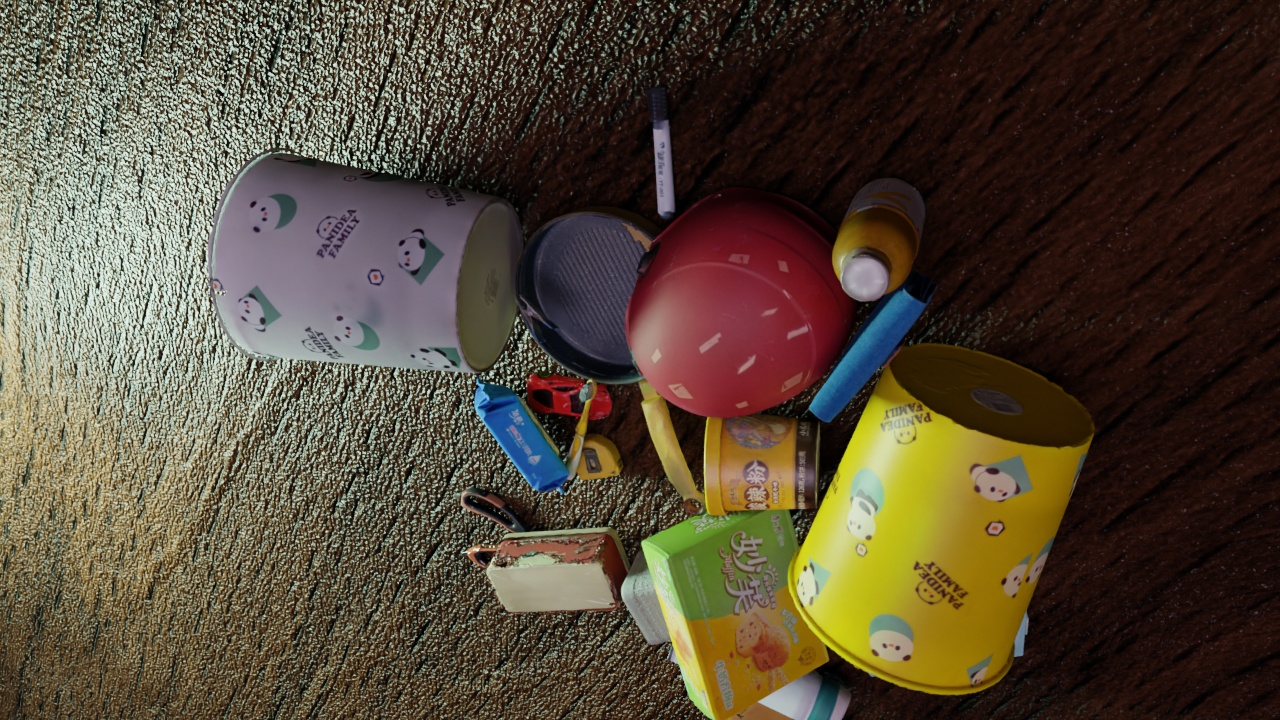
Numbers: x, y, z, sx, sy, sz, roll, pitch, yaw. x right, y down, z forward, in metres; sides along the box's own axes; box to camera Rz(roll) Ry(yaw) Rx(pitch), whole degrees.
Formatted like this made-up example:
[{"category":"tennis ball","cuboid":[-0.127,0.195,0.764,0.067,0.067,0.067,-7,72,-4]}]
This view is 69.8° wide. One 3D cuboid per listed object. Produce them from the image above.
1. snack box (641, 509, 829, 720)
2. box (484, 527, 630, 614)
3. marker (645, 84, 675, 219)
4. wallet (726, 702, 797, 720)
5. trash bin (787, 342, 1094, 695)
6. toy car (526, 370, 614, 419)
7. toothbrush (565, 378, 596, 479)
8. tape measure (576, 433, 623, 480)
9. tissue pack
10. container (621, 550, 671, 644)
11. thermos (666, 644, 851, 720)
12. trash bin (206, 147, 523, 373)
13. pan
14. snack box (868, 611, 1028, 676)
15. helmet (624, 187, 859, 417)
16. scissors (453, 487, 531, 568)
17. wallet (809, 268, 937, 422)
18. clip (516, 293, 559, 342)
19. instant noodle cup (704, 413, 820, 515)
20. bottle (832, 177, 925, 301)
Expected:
[{"category":"snack box","cuboid":[0.108,0.271,1.023,0.070,0.157,0.210,12,121,65]},{"category":"box","cuboid":[-0.107,0.272,1.163,0.169,0.080,0.091,-8,117,21]},{"category":"marker","cuboid":[0.020,-0.203,0.899,0.023,0.018,0.131,11,121,27]},{"category":"wallet","cuboid":[0.182,0.472,1.203,0.132,0.031,0.108,34,123,3]},{"category":"trash bin","cuboid":[0.284,0.137,0.867,0.230,0.229,0.256,19,117,12]},{"category":"toy car","cuboid":[-0.083,0.043,1.071,0.106,0.031,0.049,8,121,16]},{"category":"toothbrush","cuboid":[-0.071,0.084,1.046,0.016,0.018,0.192,43,143,21]},{"category":"tape measure","cuboid":[-0.055,0.118,1.102,0.060,0.028,0.057,-10,113,26]},{"category":"tissue pack","cuboid":[-0.141,0.087,1.083,0.052,0.095,0.157,-36,104,-7]},{"category":"container","cuboid":[0.054,0.276,1.112,0.114,0.090,0.090,-19,109,26]},{"category":"thermos","cuboid":[0.150,0.388,1.145,0.224,0.073,0.073,22,123,12]},{"category":"trash bin","cuboid":[-0.272,-0.094,0.965,0.252,0.228,0.230,9,120,12]},{"category":"pan","cuboid":[-0.006,0.006,0.989,0.198,0.078,0.357,-20,108,30]},{"category":"snack box","cuboid":[0.323,0.286,0.991,0.175,0.051,0.074,-8,117,0]},{"category":"helmet","cuboid":[0.089,-0.037,0.857,0.207,0.143,0.240,42,107,-8]},{"category":"scissors","cuboid":[-0.158,0.241,1.222,0.227,0.015,0.189,-18,109,28]},{"category":"wallet","cuboid":[0.201,-0.012,0.788,0.040,0.106,0.133,39,115,9]},{"category":"clip","cuboid":[-0.113,-0.048,0.979,0.045,0.027,0.058,-42,77,13]},{"category":"instant noodle cup","cuboid":[0.131,0.108,0.973,0.114,0.118,0.119,2,118,12]},{"category":"bottle","cuboid":[0.201,-0.101,0.777,0.068,0.189,0.068,9,118,17]}]
